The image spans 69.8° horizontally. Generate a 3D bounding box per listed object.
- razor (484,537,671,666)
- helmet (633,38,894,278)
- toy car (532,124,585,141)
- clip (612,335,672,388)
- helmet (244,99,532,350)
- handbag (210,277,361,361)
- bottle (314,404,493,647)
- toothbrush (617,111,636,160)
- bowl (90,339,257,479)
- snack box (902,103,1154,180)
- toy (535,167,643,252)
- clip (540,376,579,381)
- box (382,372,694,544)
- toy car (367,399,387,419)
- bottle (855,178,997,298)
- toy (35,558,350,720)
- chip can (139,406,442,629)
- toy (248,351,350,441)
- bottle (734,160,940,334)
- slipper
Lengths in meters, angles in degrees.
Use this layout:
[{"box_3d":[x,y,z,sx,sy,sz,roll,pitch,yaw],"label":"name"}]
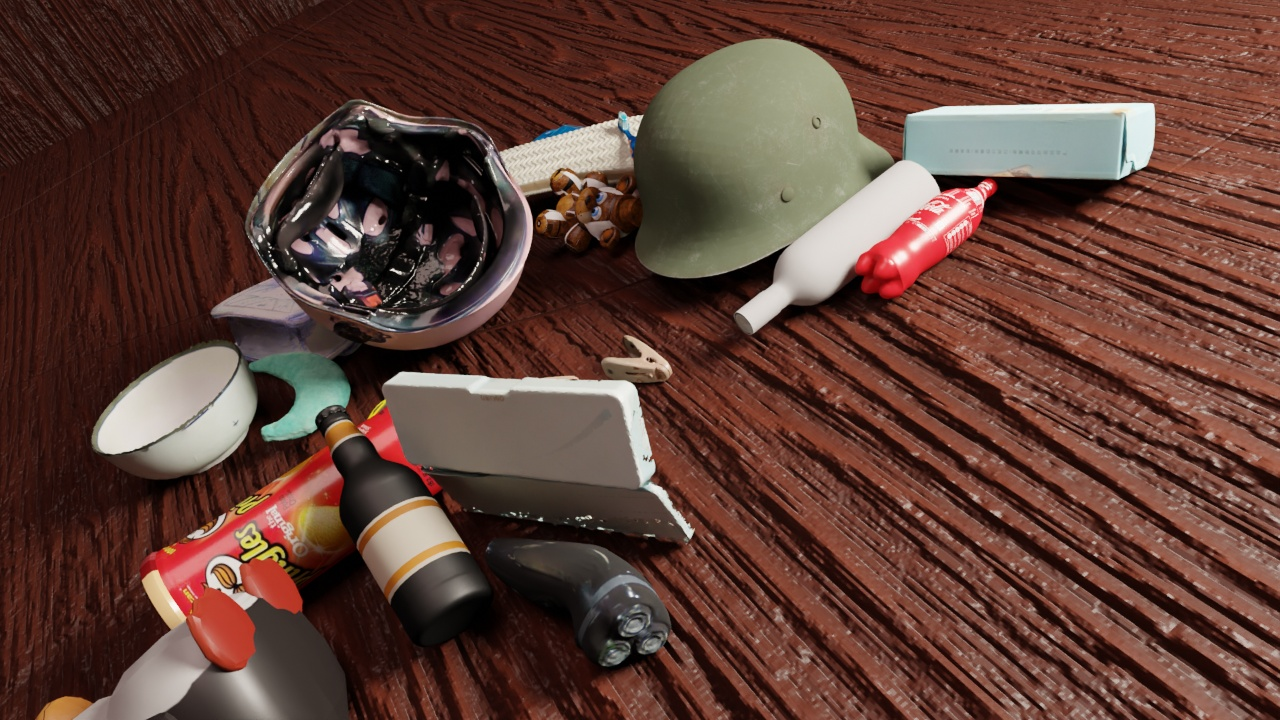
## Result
[{"box_3d":[-0.046,0.144,0.564,0.141,0.053,0.063,7,55,40],"label":"razor"},{"box_3d":[0.089,-0.189,0.810,0.227,0.154,0.267,14,52,41],"label":"helmet"},{"box_3d":[-0.086,-0.253,1.085,0.120,0.044,0.056,18,54,44],"label":"toy car"},{"box_3d":[0.003,-0.001,0.737,0.049,0.026,0.060,-15,38,10],"label":"clip"},{"box_3d":[-0.225,-0.106,0.868,0.255,0.153,0.229,16,62,6],"label":"helmet"},{"box_3d":[-0.354,-0.046,0.972,0.159,0.069,0.126,6,32,34],"label":"handbag"},{"box_3d":[-0.169,0.101,0.617,0.059,0.059,0.181,-34,65,-12],"label":"bottle"},{"box_3d":[-0.004,-0.218,0.936,0.021,0.017,0.135,-17,44,-5],"label":"toothbrush"},{"box_3d":[-0.433,0.057,0.879,0.153,0.073,0.153,-16,37,12],"label":"bowl"},{"box_3d":[0.306,-0.176,0.734,0.175,0.053,0.074,13,26,39],"label":"snack box"},{"box_3d":[-0.043,-0.149,0.913,0.113,0.067,0.087,8,77,46],"label":"toy"},{"box_3d":[-0.077,0.025,0.751,0.061,0.026,0.049,12,49,38],"label":"clip"},{"box_3d":[-0.073,0.067,0.599,0.197,0.136,0.044,3,39,33],"label":"box"},{"box_3d":[-0.221,0.070,0.775,0.049,0.030,0.106,-5,42,24],"label":"toy car"},{"box_3d":[0.226,-0.099,0.712,0.141,0.042,0.042,-38,38,-17],"label":"bottle"},{"box_3d":[-0.274,0.234,0.546,0.184,0.140,0.159,-35,4,1],"label":"toy"},{"box_3d":[-0.247,0.119,0.682,0.213,0.087,0.087,-35,37,-15],"label":"chip can"},{"box_3d":[-0.317,0.030,0.861,0.085,0.033,0.105,-12,49,-22],"label":"toy"},{"box_3d":[0.153,-0.085,0.728,0.195,0.052,0.052,-38,38,-16],"label":"bottle"},{"box_3d":[-0.052,-0.205,0.990,0.263,0.052,0.114,-7,45,13],"label":"slipper"}]
